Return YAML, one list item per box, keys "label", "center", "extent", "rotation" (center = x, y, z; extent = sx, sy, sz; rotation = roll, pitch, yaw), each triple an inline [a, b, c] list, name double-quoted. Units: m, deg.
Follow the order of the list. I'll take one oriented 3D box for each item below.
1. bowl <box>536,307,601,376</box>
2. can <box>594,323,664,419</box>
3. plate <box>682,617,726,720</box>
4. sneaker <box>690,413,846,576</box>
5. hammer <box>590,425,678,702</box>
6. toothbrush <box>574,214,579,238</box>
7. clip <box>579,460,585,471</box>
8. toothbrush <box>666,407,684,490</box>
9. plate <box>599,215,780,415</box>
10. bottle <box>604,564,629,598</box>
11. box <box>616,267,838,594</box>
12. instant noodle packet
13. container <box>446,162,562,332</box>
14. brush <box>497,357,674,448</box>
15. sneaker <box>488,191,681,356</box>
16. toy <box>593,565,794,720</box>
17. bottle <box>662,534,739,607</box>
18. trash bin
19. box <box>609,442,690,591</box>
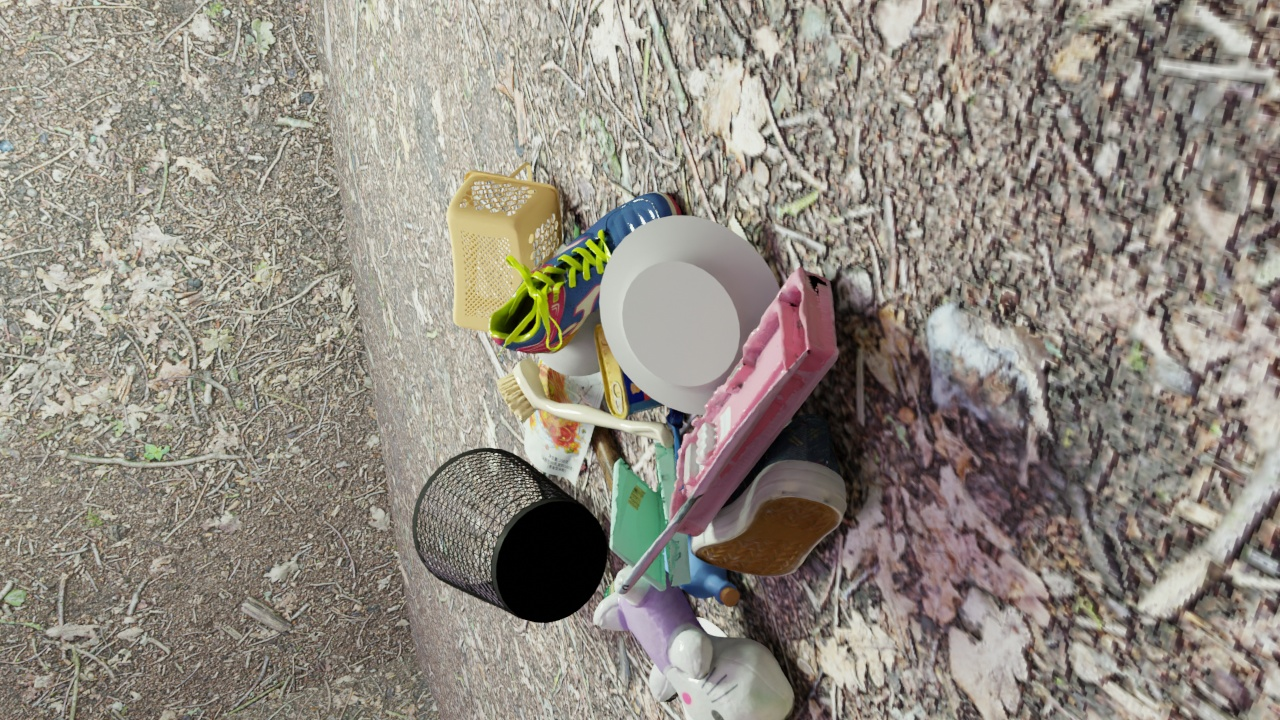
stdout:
- label: "bowl"
  center: [-0.081, -0.049, 1.018]
  extent: [0.132, 0.064, 0.132]
  rotation: [5, 97, 44]
- label: "can"
  center: [-0.006, 0.005, 0.942]
  extent: [0.054, 0.059, 0.100]
  rotation: [5, 107, 66]
- label: "plate"
  center: [0.082, 0.393, 0.985]
  extent: [0.229, 0.030, 0.230]
  rotation: [43, 140, 52]
- label: "sneaker"
  center: [0.108, 0.116, 0.753]
  extent: [0.236, 0.087, 0.079]
  rotation: [118, 169, -61]
- label: "hammer"
  center: [0.002, 0.206, 1.044]
  extent: [0.120, 0.033, 0.330]
  rotation: [-56, 45, 44]
- label: "toothbrush"
  center: [-0.079, -0.086, 1.112]
  extent: [0.014, 0.017, 0.188]
  rotation: [33, 131, 46]
- label: "clip"
  center: [-0.091, 0.146, 1.256]
  extent: [0.058, 0.022, 0.035]
  rotation: [-13, 87, 65]
- label: "toothbrush"
  center: [0.039, 0.094, 0.854]
  extent: [0.189, 0.016, 0.017]
  rotation: [-96, 14, -62]
- label: "plate"
  center: [0.036, -0.032, 0.758]
  extent: [0.173, 0.019, 0.173]
  rotation: [11, 114, 26]
- label: "bottle"
  center: [-0.013, 0.279, 1.125]
  extent: [0.042, 0.042, 0.110]
  rotation: [66, 154, 23]
- label: "box"
  center: [0.068, 0.063, 0.676]
  extent: [0.055, 0.179, 0.234]
  rotation: [29, 133, -1]
- label: "instant noodle packet"
  center: [-0.090, 0.010, 1.113]
  extent: [0.147, 0.057, 0.270]
  rotation: [41, 129, 39]
- label: "container"
  center: [-0.162, -0.140, 1.153]
  extent: [0.166, 0.129, 0.184]
  rotation: [-63, -19, -55]
- label: "brush"
  center: [-0.066, 0.055, 1.021]
  extent: [0.273, 0.062, 0.077]
  rotation: [16, 76, 43]
- label: "sneaker"
  center: [-0.059, -0.078, 0.889]
  extent: [0.243, 0.091, 0.116]
  rotation: [-39, 62, 34]
- label: "toy"
  center: [0.053, 0.283, 0.873]
  extent: [0.209, 0.085, 0.138]
  rotation: [42, 140, 14]
- label: "bottle"
  center: [0.058, 0.211, 0.921]
  extent: [0.131, 0.048, 0.048]
  rotation: [26, 125, 61]
- label: "trash bin"
  center: [-0.177, 0.250, 1.289]
  extent: [0.244, 0.216, 0.217]
  rotation: [10, 111, 58]
- label: "box"
  center: [0.002, 0.150, 0.894]
  extent: [0.188, 0.079, 0.077]
  rotation: [-96, -1, -71]
